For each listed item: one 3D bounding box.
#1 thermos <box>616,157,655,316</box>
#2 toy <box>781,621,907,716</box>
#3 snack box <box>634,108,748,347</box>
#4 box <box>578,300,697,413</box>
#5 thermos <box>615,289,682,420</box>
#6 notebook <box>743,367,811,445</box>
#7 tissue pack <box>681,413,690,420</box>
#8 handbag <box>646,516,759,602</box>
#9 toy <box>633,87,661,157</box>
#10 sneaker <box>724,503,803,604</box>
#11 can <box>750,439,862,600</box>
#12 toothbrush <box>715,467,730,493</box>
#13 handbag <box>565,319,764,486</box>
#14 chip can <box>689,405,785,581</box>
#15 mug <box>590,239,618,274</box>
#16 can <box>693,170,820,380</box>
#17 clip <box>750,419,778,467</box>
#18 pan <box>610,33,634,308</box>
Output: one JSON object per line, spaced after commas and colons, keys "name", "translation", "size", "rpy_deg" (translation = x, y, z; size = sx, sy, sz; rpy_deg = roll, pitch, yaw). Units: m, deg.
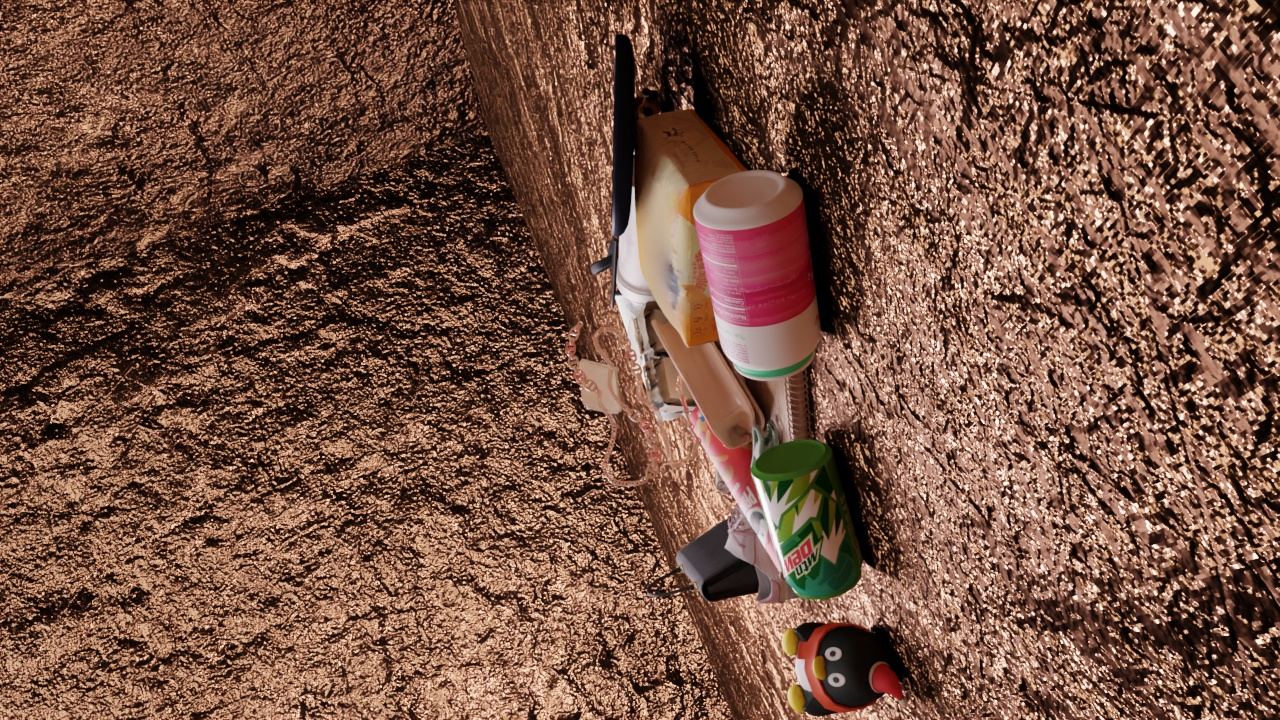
{"name": "thermos", "translation": [0.016, -0.157, 1.151], "size": [0.221, 0.099, 0.099], "rpy_deg": [90, 159, -53]}
{"name": "toy", "translation": [0.221, 0.327, 0.980], "size": [0.119, 0.099, 0.097], "rpy_deg": [141, 129, -58]}
{"name": "snack box", "translation": [0.044, -0.132, 0.937], "size": [0.145, 0.080, 0.196], "rpy_deg": [-119, 19, -45]}
{"name": "box", "translation": [-0.007, 0.007, 1.172], "size": [0.101, 0.194, 0.143], "rpy_deg": [-40, 54, 54]}
{"name": "thermos", "translation": [0.023, -0.015, 1.515], "size": [0.068, 0.068, 0.230], "rpy_deg": [-137, 26, -73]}
{"name": "notebook", "translation": [0.140, 0.022, 0.994], "size": [0.169, 0.022, 0.211], "rpy_deg": [-118, 10, -47]}
{"name": "tissue pack", "translation": [0.058, 0.009, 1.362], "size": [0.104, 0.071, 0.181], "rpy_deg": [-126, 20, -65]}
{"name": "handbag", "translation": [0.102, 0.295, 1.311], "size": [0.176, 0.195, 0.072], "rpy_deg": [-164, 54, -80]}
{"name": "toy", "translation": [0.004, -0.273, 1.035], "size": [0.100, 0.062, 0.076], "rpy_deg": [119, 167, -70]}
{"name": "sneaker", "translation": [0.147, 0.210, 1.171], "size": [0.099, 0.089, 0.236], "rpy_deg": [-152, 42, -78]}
{"name": "can", "translation": [0.169, 0.160, 0.922], "size": [0.083, 0.083, 0.144], "rpy_deg": [-136, 26, -72]}
{"name": "toothbrush", "translation": [0.113, 0.122, 1.275], "size": [0.024, 0.022, 0.185], "rpy_deg": [47, -158, -21]}
{"name": "handbag", "translation": [0.024, 0.036, 1.044], "size": [0.198, 0.187, 0.116], "rpy_deg": [62, -179, 21]}
{"name": "chip can", "translation": [0.137, 0.141, 1.076], "size": [0.073, 0.073, 0.233], "rpy_deg": [80, 163, -53]}
{"name": "mug", "translation": [-0.024, -0.153, 1.330], "size": [0.071, 0.105, 0.077], "rpy_deg": [64, 172, -2]}
{"name": "can", "translation": [0.101, -0.070, 0.773], "size": [0.088, 0.088, 0.166], "rpy_deg": [-122, 14, -54]}
{"name": "clip", "translation": [0.137, 0.096, 1.006], "size": [0.076, 0.047, 0.023], "rpy_deg": [82, 165, -44]}
{"name": "pan", "translation": [-0.022, -0.177, 0.995], "size": [0.357, 0.021, 0.198], "rpy_deg": [95, 176, -52]}
